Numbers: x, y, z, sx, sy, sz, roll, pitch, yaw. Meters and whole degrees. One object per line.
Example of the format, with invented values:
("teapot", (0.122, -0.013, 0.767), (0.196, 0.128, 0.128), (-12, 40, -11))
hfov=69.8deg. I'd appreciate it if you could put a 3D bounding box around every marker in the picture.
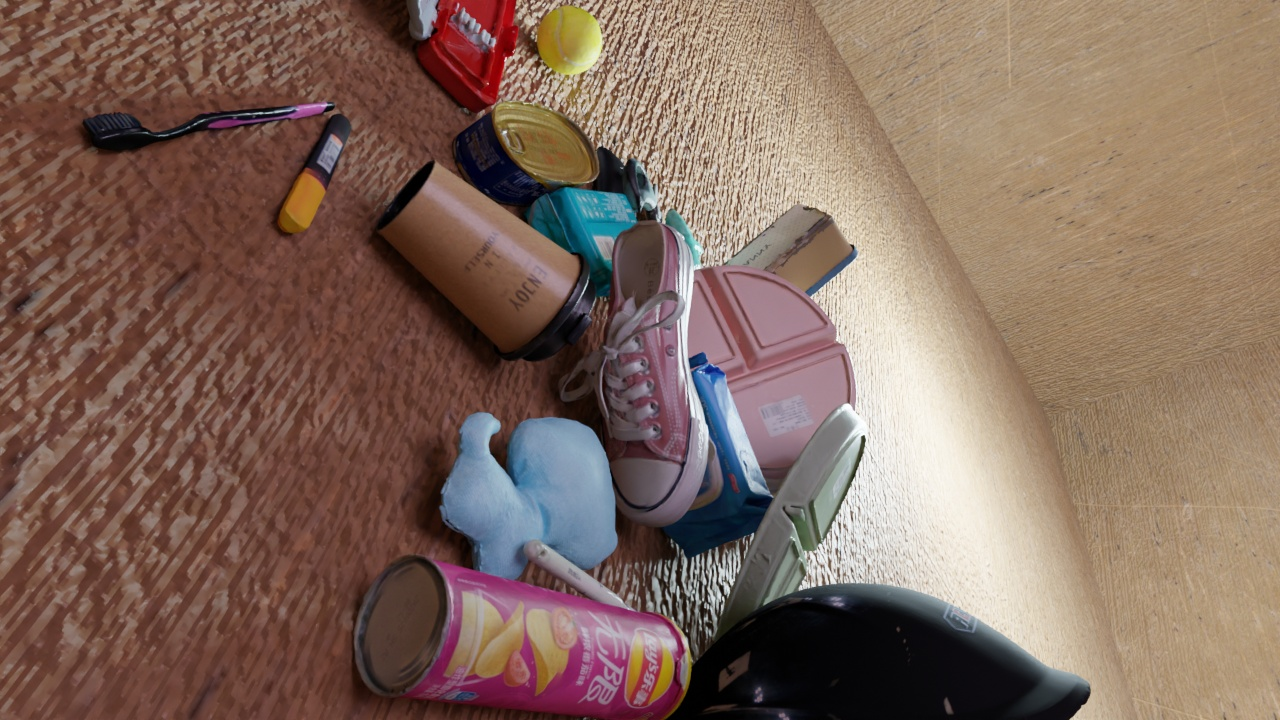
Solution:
("marker", (-0.202, -0.119, 0.574), (0.018, 0.015, 0.123), (46, 30, -34))

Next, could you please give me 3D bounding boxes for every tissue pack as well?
("tissue pack", (0.043, 0.079, 0.751), (0.052, 0.095, 0.157), (-14, 82, -61))
("tissue pack", (-0.038, -0.101, 0.807), (0.133, 0.050, 0.093), (-15, 79, -63))

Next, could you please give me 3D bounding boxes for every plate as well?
("plate", (0.103, 0.009, 0.848), (0.229, 0.028, 0.229), (9, 64, -18))
("plate", (0.126, 0.142, 0.744), (0.027, 0.230, 0.229), (27, 19, 20))

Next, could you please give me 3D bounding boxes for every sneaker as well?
("sneaker", (-0.004, 0.004, 0.696), (0.087, 0.118, 0.241), (17, 71, -57))

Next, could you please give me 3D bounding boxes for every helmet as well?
("helmet", (0.141, 0.256, 0.593), (0.230, 0.275, 0.233), (46, 14, 22))

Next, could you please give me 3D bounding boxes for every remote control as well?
("remote control", (-0.023, -0.165, 0.915), (0.053, 0.024, 0.136), (38, 37, -41))

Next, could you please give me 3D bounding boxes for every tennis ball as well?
("tennis ball", (-0.071, -0.319, 0.916), (0.065, 0.066, 0.065), (41, 35, -38))

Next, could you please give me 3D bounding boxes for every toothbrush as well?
("toothbrush", (-0.023, 0.159, 0.613), (0.029, 0.020, 0.189), (-56, 138, -14))
("toothbrush", (-0.238, -0.141, 0.529), (0.018, 0.014, 0.188), (49, 28, -3))

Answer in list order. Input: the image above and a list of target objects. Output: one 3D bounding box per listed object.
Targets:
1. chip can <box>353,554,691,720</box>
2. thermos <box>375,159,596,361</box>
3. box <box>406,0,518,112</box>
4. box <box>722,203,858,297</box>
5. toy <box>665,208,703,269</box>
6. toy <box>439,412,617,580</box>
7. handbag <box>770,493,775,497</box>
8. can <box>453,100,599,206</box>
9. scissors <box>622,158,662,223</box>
("chip can", (-0.058, 0.166, 0.524), (0.210, 0.072, 0.071), (30, 43, -47))
("thermos", (-0.104, -0.067, 0.627), (0.143, 0.093, 0.092), (40, 35, -27))
("box", (-0.155, -0.320, 0.774), (0.160, 0.064, 0.200), (65, 20, -46))
("box", (0.140, -0.092, 0.962), (0.063, 0.184, 0.090), (53, -1, -24))
("toy", (0.049, -0.121, 1.002), (0.096, 0.030, 0.091), (31, 43, -57))
("toy", (-0.063, 0.087, 0.599), (0.155, 0.050, 0.161), (-53, 128, -45))
("handbag", (0.135, 0.109, 0.943), (0.179, 0.063, 0.163), (57, 24, -47))
("can", (-0.093, -0.172, 0.770), (0.147, 0.049, 0.074), (-17, 82, -63))
("scissors", (0.006, -0.155, 0.922), (0.176, 0.019, 0.172), (-86, 162, -47))
